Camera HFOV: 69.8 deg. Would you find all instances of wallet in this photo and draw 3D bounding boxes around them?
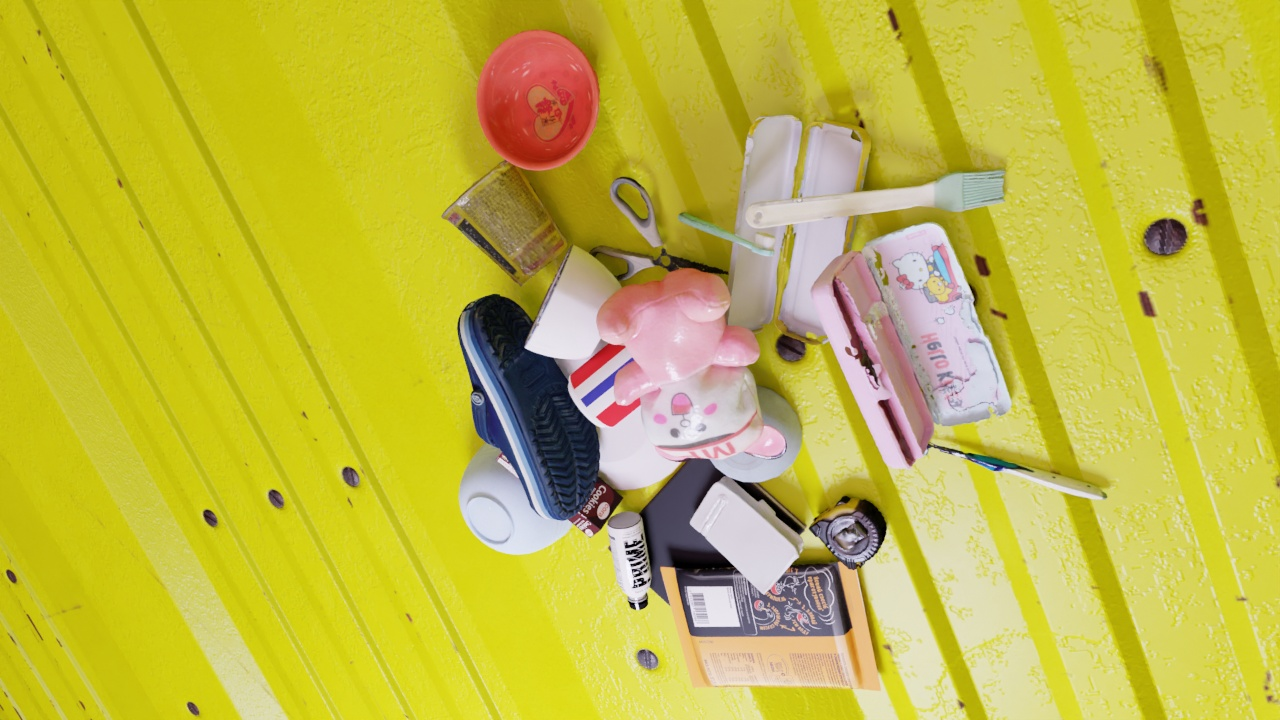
[{"bbox_3d":[0.113,0.184,0.980,0.116,0.032,0.086,43,127,15],"label":"wallet"}]

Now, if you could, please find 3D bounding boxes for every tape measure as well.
[{"bbox_3d":[0.216,0.174,0.931,0.067,0.038,0.063,49,120,8],"label":"tape measure"}]

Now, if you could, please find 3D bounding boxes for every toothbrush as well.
[{"bbox_3d":[0.073,-0.118,0.828,0.181,0.016,0.016,-144,56,-62],"label":"toothbrush"},{"bbox_3d":[0.334,0.101,0.859,0.189,0.016,0.017,15,127,21],"label":"toothbrush"}]

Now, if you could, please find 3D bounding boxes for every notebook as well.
[{"bbox_3d":[0.069,0.201,1.036,0.141,0.008,0.210,42,123,5],"label":"notebook"}]

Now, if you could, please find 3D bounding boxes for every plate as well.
[{"bbox_3d":[-0.048,0.046,1.020,0.230,0.021,0.230,10,115,23],"label":"plate"}]

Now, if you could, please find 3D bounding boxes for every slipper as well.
[{"bbox_3d":[-0.129,0.051,0.992,0.095,0.104,0.253,-16,101,36],"label":"slipper"}]

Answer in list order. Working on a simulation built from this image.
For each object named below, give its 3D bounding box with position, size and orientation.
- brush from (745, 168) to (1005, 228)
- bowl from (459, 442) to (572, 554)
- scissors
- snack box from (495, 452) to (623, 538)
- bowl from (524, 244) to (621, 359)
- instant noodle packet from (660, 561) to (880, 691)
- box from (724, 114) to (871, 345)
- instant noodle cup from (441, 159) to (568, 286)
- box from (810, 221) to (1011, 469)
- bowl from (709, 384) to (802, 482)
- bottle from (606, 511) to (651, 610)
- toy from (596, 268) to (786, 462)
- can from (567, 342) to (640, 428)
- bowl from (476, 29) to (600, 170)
[{"bbox_3d":[0.199,-0.137,0.789,0.218,0.012,0.033,-5,107,9],"label":"brush"},{"bbox_3d":[-0.159,0.173,1.094,0.151,0.074,0.151,12,118,24],"label":"bowl"},{"bbox_3d":[0.010,-0.110,0.922,0.170,0.012,0.157,-13,105,38],"label":"scissors"},{"bbox_3d":[-0.092,0.135,1.046,0.141,0.050,0.032,40,143,-3],"label":"snack box"},{"bbox_3d":[-0.066,-0.053,0.933,0.065,0.116,0.117,25,122,-8],"label":"bowl"},{"bbox_3d":[0.142,0.298,1.020,0.221,0.032,0.160,-8,106,24],"label":"instant noodle packet"},{"bbox_3d":[0.137,-0.110,0.827,0.084,0.079,0.211,26,123,37],"label":"box"},{"bbox_3d":[-0.133,-0.140,0.948,0.102,0.102,0.108,-33,103,33],"label":"instant noodle cup"},{"bbox_3d":[0.242,-0.010,0.805,0.103,0.100,0.201,-12,114,40],"label":"box"},{"bbox_3d":[0.109,0.080,0.941,0.106,0.039,0.106,7,109,20],"label":"bowl"},{"bbox_3d":[-0.010,0.234,1.059,0.041,0.041,0.116,1,111,26],"label":"bottle"},{"bbox_3d":[0.049,0.016,0.856,0.142,0.084,0.213,-14,122,18],"label":"toy"},{"bbox_3d":[-0.006,0.005,0.934,0.132,0.070,0.070,-39,91,13],"label":"can"},{"bbox_3d":[-0.093,-0.252,0.896,0.131,0.045,0.130,4,103,19],"label":"bowl"}]
